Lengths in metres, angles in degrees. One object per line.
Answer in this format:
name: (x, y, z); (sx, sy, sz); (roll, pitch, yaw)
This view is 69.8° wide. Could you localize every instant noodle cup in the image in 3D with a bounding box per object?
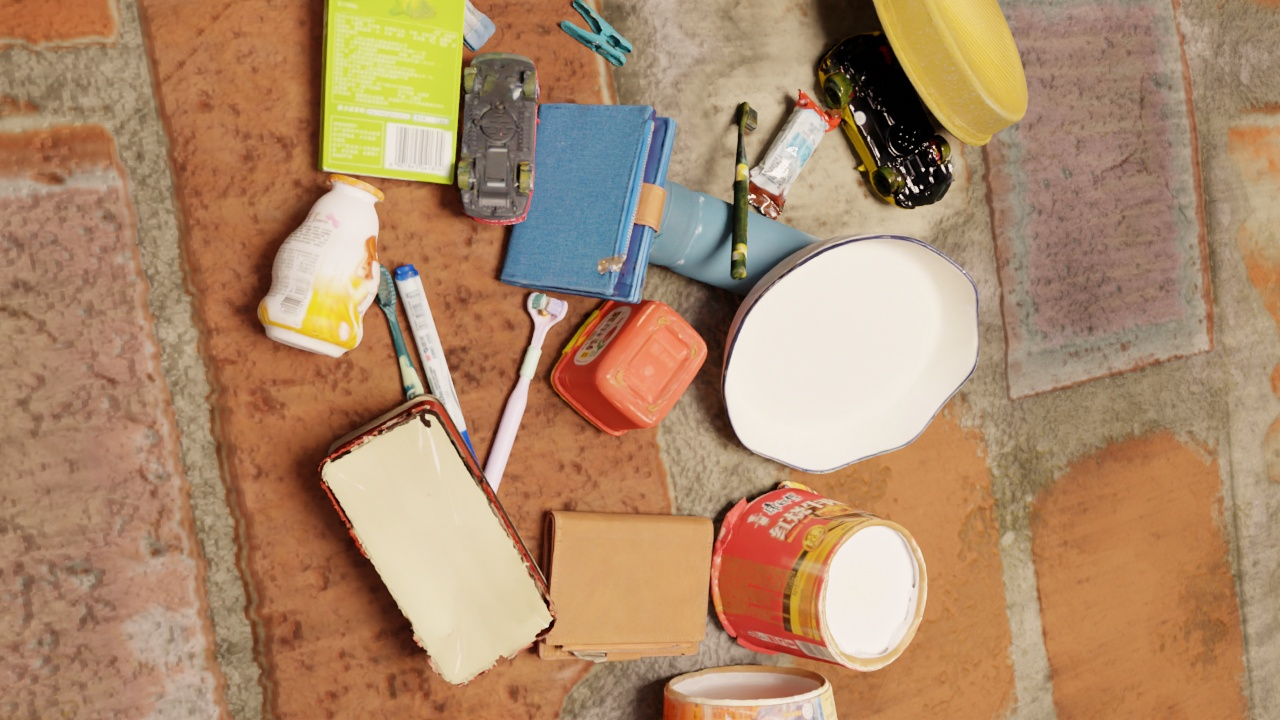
instant noodle cup: (0.079, 0.287, 0.658); (0.151, 0.152, 0.111); (1, 82, -25)
instant noodle cup: (0.139, 0.167, 0.693); (0.137, 0.109, 0.138); (-1, 91, -32)

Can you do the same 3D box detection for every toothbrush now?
toothbrush: (-0.149, 0.027, 0.614); (0.016, 0.018, 0.191); (-17, 97, -13)
toothbrush: (0.076, -0.128, 0.672); (0.017, 0.012, 0.185); (30, 47, -27)
toothbrush: (-0.091, 0.044, 0.640); (0.029, 0.021, 0.189); (17, 84, 6)

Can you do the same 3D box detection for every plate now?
plate: (0.155, -0.008, 0.696); (0.204, 0.045, 0.205); (-7, 123, -11)

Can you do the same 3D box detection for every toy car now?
toy car: (0.203, -0.196, 0.762); (0.071, 0.041, 0.156); (-33, 99, -10)
toy car: (-0.096, -0.149, 0.619); (0.053, 0.045, 0.120); (3, 79, -4)

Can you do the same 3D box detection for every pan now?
pan: (0.180, -0.296, 0.702); (0.357, 0.078, 0.197); (29, 51, -36)

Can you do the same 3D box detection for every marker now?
marker: (-0.138, 0.007, 0.620); (0.016, 0.017, 0.146); (-19, 98, -24)

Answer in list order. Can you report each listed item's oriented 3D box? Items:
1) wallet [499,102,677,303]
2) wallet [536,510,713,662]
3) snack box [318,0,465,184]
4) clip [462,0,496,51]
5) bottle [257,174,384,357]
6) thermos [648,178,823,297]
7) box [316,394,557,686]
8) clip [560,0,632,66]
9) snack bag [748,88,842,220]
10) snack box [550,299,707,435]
wallet: (-0.036, -0.109, 0.630); (0.040, 0.106, 0.133); (22, 78, -66)
wallet: (-0.010, 0.166, 0.673); (0.131, 0.031, 0.107); (6, 84, -25)
snack box: (-0.159, -0.196, 0.589); (0.085, 0.026, 0.156); (0, 101, -25)
clip: (-0.123, -0.239, 0.623); (0.024, 0.028, 0.057); (-50, 118, -12)
bottle: (-0.192, -0.059, 0.568); (0.063, 0.063, 0.108); (19, 83, -24)
thermos: (0.086, -0.081, 0.699); (0.220, 0.070, 0.070); (17, 83, -24)
box: (-0.128, 0.115, 0.580); (0.091, 0.078, 0.168); (-29, 100, -8)
clip: (-0.031, -0.237, 0.671); (0.056, 0.014, 0.041); (34, 77, -20)
snack bag: (0.119, -0.166, 0.730); (0.045, 0.026, 0.105); (35, 86, -19)
snack box: (-0.004, 0.004, 0.648); (0.082, 0.080, 0.091); (42, 73, -20)
